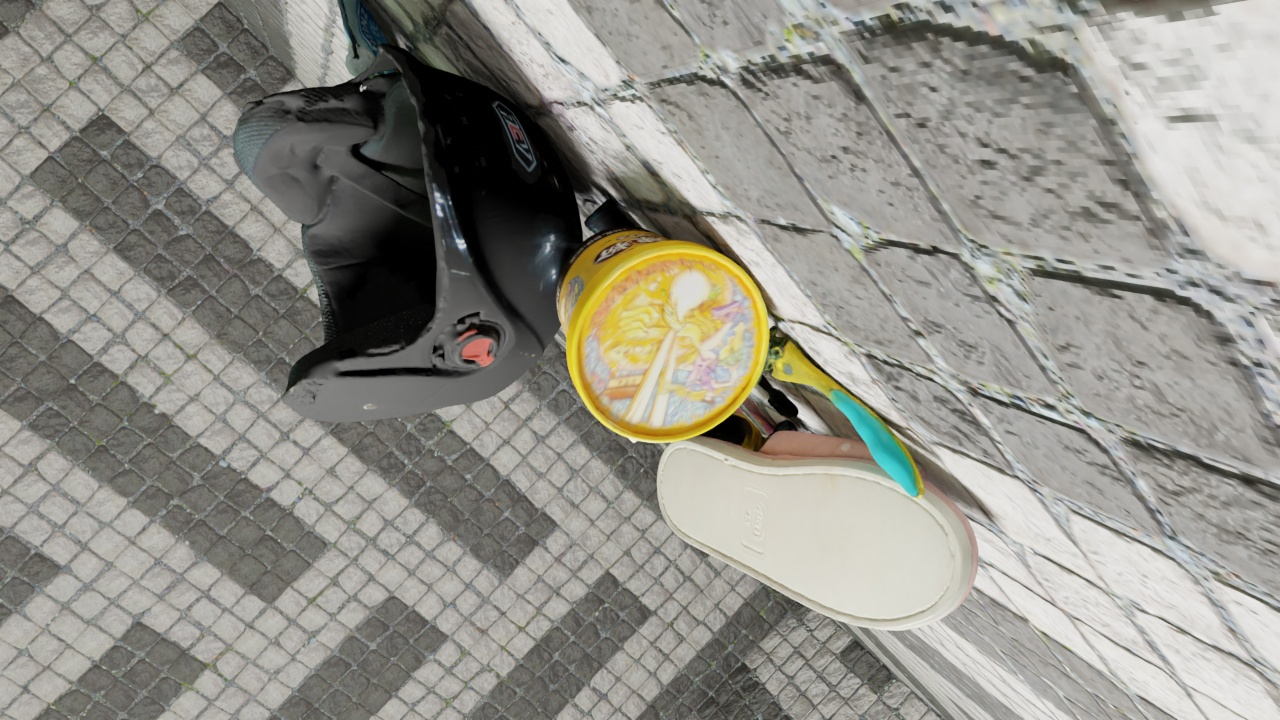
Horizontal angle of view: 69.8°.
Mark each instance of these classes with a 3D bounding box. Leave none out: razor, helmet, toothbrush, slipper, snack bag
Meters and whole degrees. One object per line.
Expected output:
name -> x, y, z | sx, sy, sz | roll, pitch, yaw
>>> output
razor -> 0.063, 0.056, 0.744 | 0.167, 0.062, 0.068 | 23, 167, -27
helmet -> -0.151, -0.085, 0.650 | 0.276, 0.229, 0.233 | -44, 60, 45
toothbrush -> 0.042, -0.032, 0.668 | 0.212, 0.026, 0.027 | 45, 160, -12
slipper -> 0.112, 0.106, 0.632 | 0.054, 0.114, 0.275 | -5, -174, -38
snack bag -> -0.237, -0.265, 0.811 | 0.191, 0.039, 0.110 | 110, 149, -83
razor -> 0.121, 0.033, 0.550 | 0.132, 0.028, 0.043 | 45, 144, 27

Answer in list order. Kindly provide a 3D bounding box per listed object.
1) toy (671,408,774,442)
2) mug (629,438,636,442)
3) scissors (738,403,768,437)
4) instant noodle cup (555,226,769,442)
toy -> 0.094, 0.092, 0.921 | 0.179, 0.074, 0.195 | 26, 165, 23
mug -> -0.005, 0.005, 0.867 | 0.114, 0.106, 0.082 | 48, 174, -36
scissors -> 0.041, -0.010, 0.726 | 0.221, 0.022, 0.228 | 48, -176, 26
instant noodle cup -> 0.004, -0.026, 0.568 | 0.118, 0.118, 0.114 | 47, -178, -26
